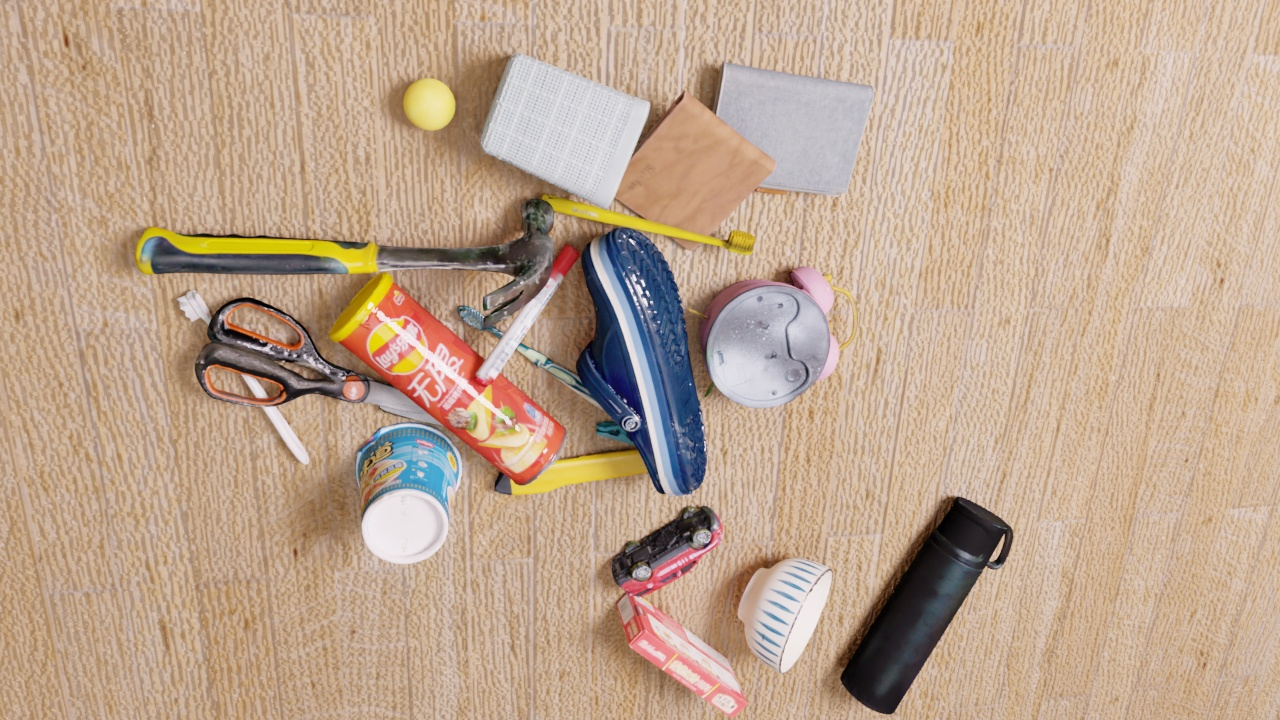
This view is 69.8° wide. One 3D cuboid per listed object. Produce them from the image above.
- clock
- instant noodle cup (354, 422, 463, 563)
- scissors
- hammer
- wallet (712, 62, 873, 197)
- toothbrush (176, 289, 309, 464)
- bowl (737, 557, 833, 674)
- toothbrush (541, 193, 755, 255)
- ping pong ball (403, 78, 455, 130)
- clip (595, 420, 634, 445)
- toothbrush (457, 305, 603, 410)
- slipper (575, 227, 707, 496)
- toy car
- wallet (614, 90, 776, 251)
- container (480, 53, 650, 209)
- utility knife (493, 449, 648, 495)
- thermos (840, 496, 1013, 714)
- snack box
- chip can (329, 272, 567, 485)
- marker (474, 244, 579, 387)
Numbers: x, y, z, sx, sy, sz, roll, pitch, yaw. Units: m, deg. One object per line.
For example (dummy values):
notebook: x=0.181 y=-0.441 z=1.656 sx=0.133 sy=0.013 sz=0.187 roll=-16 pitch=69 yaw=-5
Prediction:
clock: x=0.128 y=-0.024 z=0.850 sx=0.158 sy=0.059 sz=0.117 roll=-14 pitch=111 yaw=-5
instant noodle cup: x=-0.205 y=0.121 z=0.805 sx=0.099 sy=0.110 sz=0.099 roll=-4 pitch=111 yaw=-10
scissors: x=-0.257 y=0.007 z=0.795 sx=0.234 sy=0.022 sz=0.139 roll=-1 pitch=103 yaw=-20
hammer: x=-0.231 y=-0.082 z=0.731 sx=0.323 sy=0.126 sz=0.032 roll=0 pitch=138 yaw=-4
wallet: x=0.124 y=-0.195 z=0.794 sx=0.129 sy=0.037 sz=0.107 roll=7 pitch=121 yaw=-5
toothbrush: x=-0.339 y=0.019 z=0.790 sx=0.016 sy=0.016 sz=0.180 roll=-24 pitch=113 yaw=6
bowl: x=0.142 y=0.252 z=0.940 sx=0.066 sy=0.116 sz=0.116 roll=23 pitch=109 yaw=26
toothbrush: x=0.007 y=-0.120 z=0.794 sx=0.190 sy=0.015 sz=0.017 roll=12 pitch=129 yaw=-6
ping pong ball: x=-0.168 y=-0.203 z=0.729 sx=0.040 sy=0.040 sz=0.040 roll=-4 pitch=111 yaw=-11
clip: x=-0.016 y=0.067 z=0.878 sx=0.055 sy=0.013 sz=0.034 roll=8 pitch=107 yaw=-17
toothbrush: x=-0.086 y=0.005 z=0.837 sx=0.191 sy=0.018 sz=0.016 roll=34 pitch=100 yaw=-21
slipper: x=-0.005 y=0.005 z=0.817 sx=0.095 sy=0.105 sz=0.253 roll=-11 pitch=110 yaw=16
toy car: x=0.029 y=0.191 z=0.913 sx=0.120 sy=0.053 sz=0.045 roll=-33 pitch=115 yaw=4
wallet: x=0.041 y=-0.157 z=0.783 sx=0.101 sy=0.020 sz=0.116 roll=32 pitch=124 yaw=-19
container: x=-0.065 y=-0.187 z=0.734 sx=0.111 sy=0.090 sz=0.090 roll=19 pitch=105 yaw=-15
utility knife: x=-0.053 y=0.106 z=0.883 sx=0.176 sy=0.015 sz=0.033 roll=-6 pitch=117 yaw=-11
thermos: x=0.315 y=0.269 z=0.991 sx=0.090 sy=0.068 sz=0.243 roll=25 pitch=103 yaw=-15
snack box: x=0.042 y=0.301 z=0.943 sx=0.153 sy=0.075 sz=0.025 roll=41 pitch=97 yaw=-22
chip can: x=-0.163 y=0.021 z=0.797 sx=0.073 sy=0.073 sz=0.216 roll=-44 pitch=112 yaw=6
marker: x=-0.097 y=-0.039 z=0.786 sx=0.017 sy=0.017 sz=0.145 roll=40 pitch=72 yaw=-22
